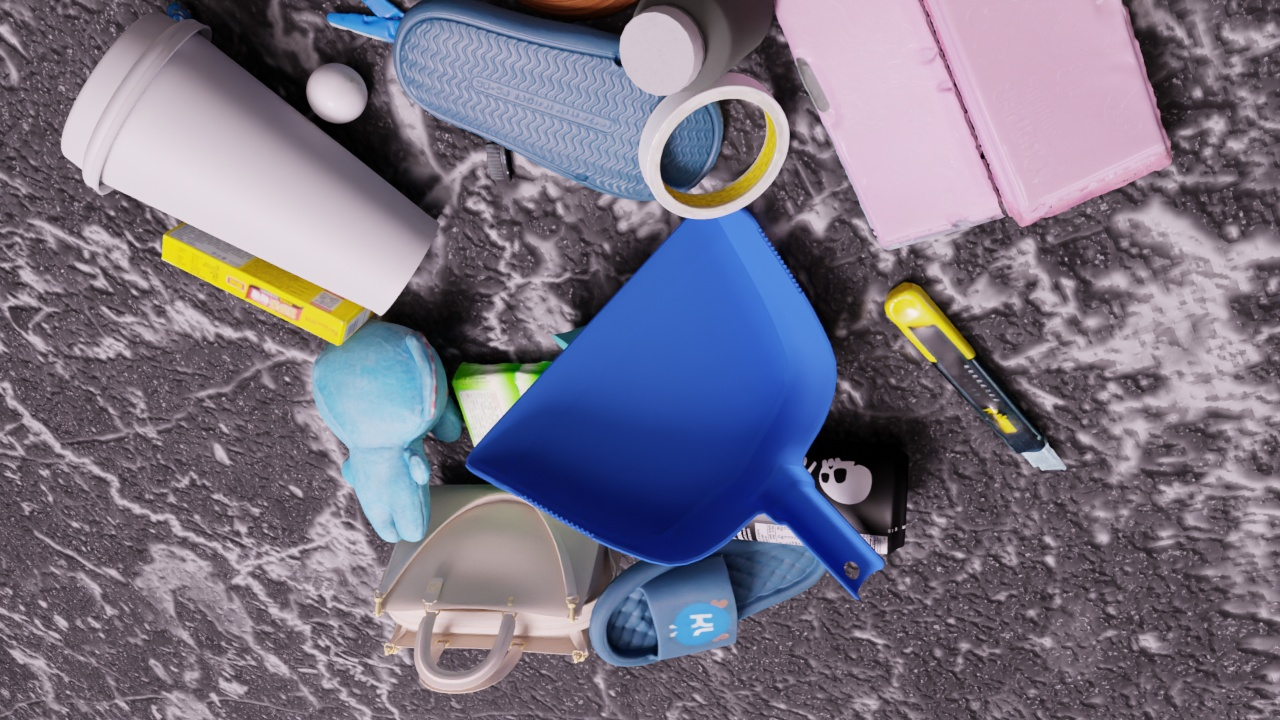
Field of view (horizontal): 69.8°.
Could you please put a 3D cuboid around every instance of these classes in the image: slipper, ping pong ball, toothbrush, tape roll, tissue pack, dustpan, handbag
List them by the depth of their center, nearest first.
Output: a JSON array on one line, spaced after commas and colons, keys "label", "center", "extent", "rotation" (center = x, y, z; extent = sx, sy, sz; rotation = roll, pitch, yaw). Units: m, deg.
[{"label": "tape roll", "center": [0.046, -0.132, 0.571], "extent": [0.094, 0.019, 0.094], "rotation": [-12, 137, -12]}, {"label": "slipper", "center": [-0.046, -0.171, 0.576], "extent": [0.213, 0.059, 0.104], "rotation": [17, 134, -13]}, {"label": "toothbrush", "center": [-0.108, -0.199, 0.594], "extent": [0.017, 0.014, 0.188], "rotation": [-3, 130, 6]}, {"label": "dustpan", "center": [0.064, 0.064, 0.608], "extent": [0.257, 0.245, 0.060], "rotation": [46, 165, -17]}, {"label": "ping pong ball", "center": [-0.210, -0.185, 0.635], "extent": [0.040, 0.040, 0.040], "rotation": [8, 124, 12]}, {"label": "slipper", "center": [0.062, 0.189, 0.722], "extent": [0.213, 0.059, 0.104], "rotation": [-16, 126, -18]}, {"label": "handbag", "center": [-0.116, 0.187, 0.738], "extent": [0.195, 0.197, 0.101], "rotation": [-1, 119, 10]}, {"label": "tissue pack", "center": [-0.095, 0.051, 0.756], "extent": [0.100, 0.034, 0.114], "rotation": [1, 123, 20]}]

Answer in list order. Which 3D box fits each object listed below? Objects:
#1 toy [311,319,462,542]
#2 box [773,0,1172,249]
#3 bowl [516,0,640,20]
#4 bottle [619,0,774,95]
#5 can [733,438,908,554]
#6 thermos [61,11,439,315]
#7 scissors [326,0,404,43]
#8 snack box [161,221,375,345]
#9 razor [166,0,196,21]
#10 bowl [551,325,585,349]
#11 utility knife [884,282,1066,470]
[{"label": "toy", "center": [-0.194, 0.054, 0.742], "extent": [0.184, 0.114, 0.180], "rotation": [-12, 93, 46]}, {"label": "box", "center": [0.173, -0.178, 0.514], "extent": [0.181, 0.050, 0.233], "rotation": [-20, 113, 29]}, {"label": "bowl", "center": [-0.048, -0.262, 0.515], "extent": [0.147, 0.068, 0.147], "rotation": [8, 124, 12]}, {"label": "bottle", "center": [0.031, -0.186, 0.511], "extent": [0.060, 0.108, 0.060], "rotation": [16, 129, 20]}, {"label": "can", "center": [0.124, 0.098, 0.688], "extent": [0.146, 0.080, 0.080], "rotation": [3, 123, 16]}, {"label": "thermos", "center": [-0.257, -0.124, 0.636], "extent": [0.221, 0.131, 0.132], "rotation": [33, 127, -20]}, {"label": "scissors", "center": [-0.156, -0.212, 0.620], "extent": [0.133, 0.020, 0.097], "rotation": [14, 122, 7]}, {"label": "snack box", "center": [-0.279, -0.070, 0.710], "extent": [0.152, 0.075, 0.025], "rotation": [26, 124, 0]}, {"label": "razor", "center": [-0.318, -0.192, 0.679], "extent": [0.044, 0.018, 0.141], "rotation": [-2, 118, 7]}, {"label": "bowl", "center": [-0.004, 0.004, 0.673], "extent": [0.121, 0.121, 0.046], "rotation": [41, 84, -11]}, {"label": "utility knife", "center": [0.236, 0.017, 0.638], "extent": [0.186, 0.020, 0.029], "rotation": [44, 126, -14]}]
